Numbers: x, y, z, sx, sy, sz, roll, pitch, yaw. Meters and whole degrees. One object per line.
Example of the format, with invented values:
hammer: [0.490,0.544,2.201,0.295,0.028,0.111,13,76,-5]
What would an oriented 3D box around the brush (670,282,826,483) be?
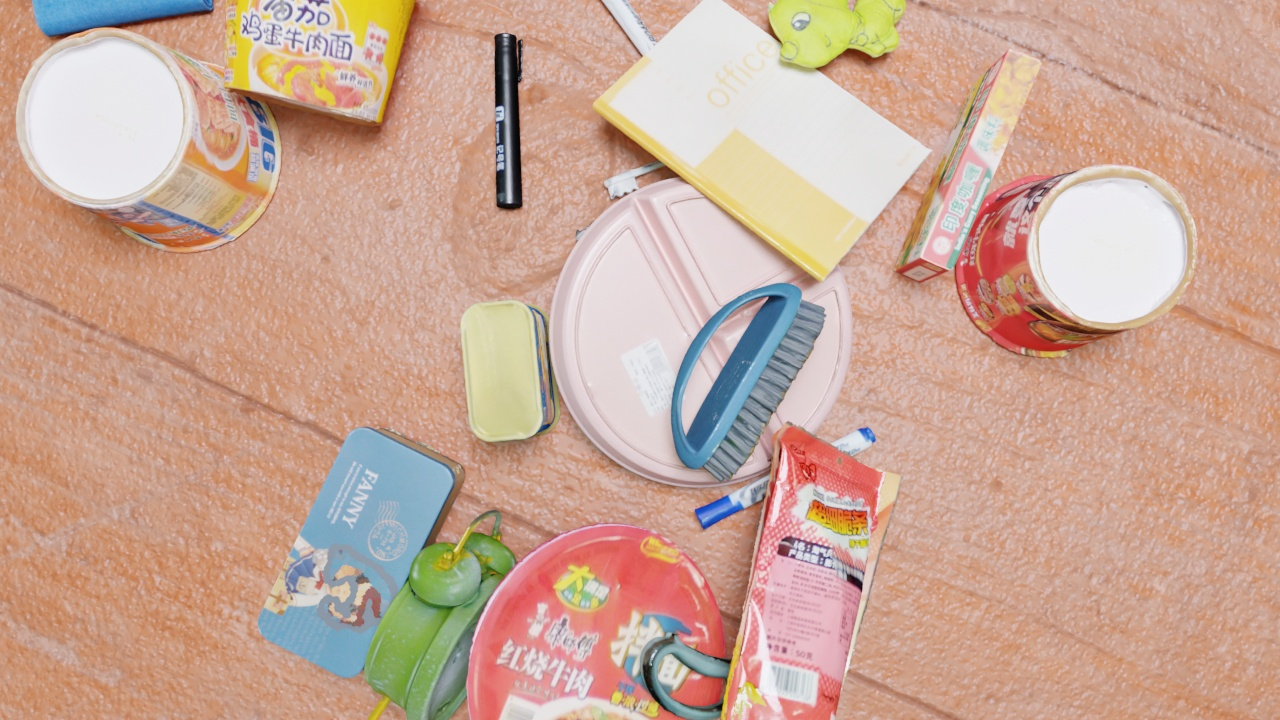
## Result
brush: [0.065,0.008,0.623,0.073,0.055,0.144,31,89,-13]

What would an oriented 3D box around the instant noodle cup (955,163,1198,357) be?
instant noodle cup: [0.303,-0.073,0.639,0.138,0.108,0.138,0,89,2]

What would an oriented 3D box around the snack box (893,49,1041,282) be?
snack box: [0.232,-0.135,0.658,0.027,0.077,0.156,23,90,2]

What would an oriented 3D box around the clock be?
clock: [-0.135,0.180,0.648,0.056,0.116,0.161,25,93,12]

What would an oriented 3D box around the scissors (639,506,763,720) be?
scissors: [0.076,0.181,0.657,0.174,0.019,0.170,8,82,-27]

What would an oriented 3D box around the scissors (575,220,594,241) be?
scissors: [0.061,-0.110,0.693,0.182,0.015,0.209,38,91,1]

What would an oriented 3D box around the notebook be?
notebook: [0.089,-0.166,0.661,0.206,0.010,0.145,39,69,8]

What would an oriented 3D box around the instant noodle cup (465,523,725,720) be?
instant noodle cup: [-0.038,0.209,0.642,0.193,0.066,0.193,2,86,-28]

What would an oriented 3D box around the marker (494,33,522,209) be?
marker: [-0.100,-0.181,0.698,0.022,0.020,0.132,0,88,-28]

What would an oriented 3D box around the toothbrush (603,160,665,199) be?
toothbrush: [0.058,-0.161,0.695,0.180,0.016,0.016,-21,96,2]

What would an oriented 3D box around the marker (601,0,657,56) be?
marker: [0.010,-0.233,0.696,0.017,0.017,0.145,-36,88,1]

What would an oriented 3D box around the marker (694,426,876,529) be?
marker: [0.109,0.088,0.689,0.146,0.017,0.017,-27,88,1]

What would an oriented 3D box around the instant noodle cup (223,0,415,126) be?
instant noodle cup: [-0.231,-0.233,0.651,0.138,0.138,0.110,13,97,2]

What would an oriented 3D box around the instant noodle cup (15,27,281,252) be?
instant noodle cup: [-0.354,-0.159,0.659,0.151,0.111,0.151,0,89,1]

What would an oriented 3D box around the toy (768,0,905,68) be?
toy: [0.144,-0.254,0.681,0.100,0.031,0.096,16,69,1]

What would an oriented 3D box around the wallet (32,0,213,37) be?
wallet: [-0.402,-0.311,0.701,0.133,0.040,0.106,-8,93,1]

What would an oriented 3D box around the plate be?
plate: [0.049,-0.019,0.662,0.229,0.028,0.229,-1,96,-10]

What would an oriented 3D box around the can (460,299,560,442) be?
can: [-0.094,0.007,0.663,0.057,0.083,0.102,-6,89,1]

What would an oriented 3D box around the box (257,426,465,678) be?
box: [-0.199,0.132,0.675,0.090,0.063,0.184,24,92,1]

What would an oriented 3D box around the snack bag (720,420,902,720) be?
snack bag: [0.117,0.158,0.635,0.128,0.073,0.207,26,72,-32]
